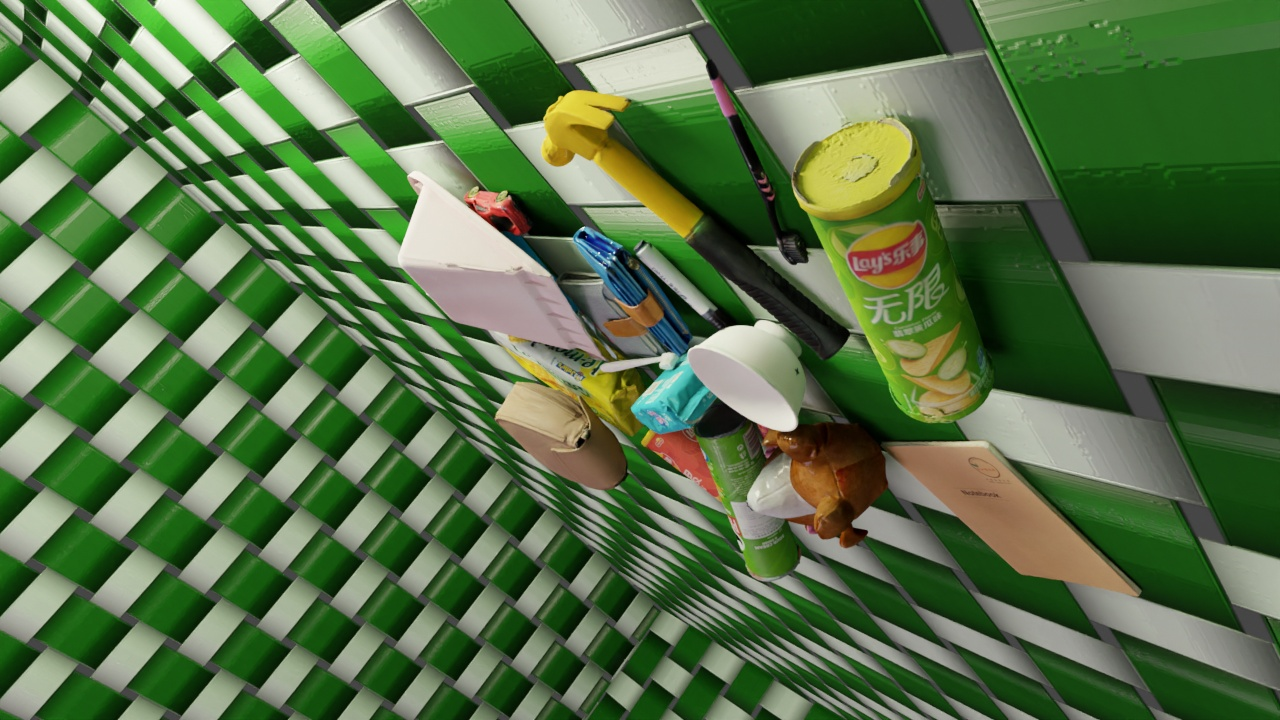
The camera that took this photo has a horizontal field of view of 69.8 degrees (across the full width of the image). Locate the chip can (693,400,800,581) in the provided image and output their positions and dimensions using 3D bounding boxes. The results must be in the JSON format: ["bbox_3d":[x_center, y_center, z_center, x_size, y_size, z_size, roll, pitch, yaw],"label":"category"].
[{"bbox_3d":[0.130,0.158,1.097,0.072,0.072,0.236,19,139,49],"label":"chip can"}]

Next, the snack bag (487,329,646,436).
[{"bbox_3d":[-0.093,0.005,1.243,0.246,0.068,0.158,30,167,21],"label":"snack bag"}]

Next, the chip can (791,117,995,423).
[{"bbox_3d":[0.166,-0.045,0.575,0.073,0.072,0.221,21,157,45],"label":"chip can"}]

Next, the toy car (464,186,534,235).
[{"bbox_3d":[-0.161,-0.163,1.014,0.106,0.031,0.049,22,156,49],"label":"toy car"}]

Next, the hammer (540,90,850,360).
[{"bbox_3d":[0.045,-0.106,0.734,0.300,0.032,0.129,39,165,-5],"label":"hammer"}]

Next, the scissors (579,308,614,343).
[{"bbox_3d":[-0.063,-0.053,1.134,0.133,0.017,0.134,35,167,23],"label":"scissors"}]

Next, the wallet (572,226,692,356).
[{"bbox_3d":[-0.008,-0.068,0.910,0.133,0.040,0.106,48,178,-33],"label":"wallet"}]

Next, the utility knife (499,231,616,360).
[{"bbox_3d":[-0.097,-0.079,1.082,0.218,0.018,0.034,50,163,-15],"label":"utility knife"}]

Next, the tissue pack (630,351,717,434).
[{"bbox_3d":[0.049,0.032,0.989,0.050,0.093,0.134,44,164,-7],"label":"tissue pack"}]

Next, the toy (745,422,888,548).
[{"bbox_3d":[0.173,0.127,0.947,0.200,0.130,0.140,97,154,-82],"label":"toy"}]

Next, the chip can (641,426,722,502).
[{"bbox_3d":[0.105,0.145,1.212,0.216,0.073,0.073,37,164,1],"label":"chip can"}]

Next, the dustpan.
[{"bbox_3d":[-0.165,-0.126,1.082,0.274,0.138,0.223,12,160,16],"label":"dustpan"}]

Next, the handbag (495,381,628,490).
[{"bbox_3d":[-0.100,0.100,1.246,0.148,0.099,0.204,21,162,27],"label":"handbag"}]

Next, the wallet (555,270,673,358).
[{"bbox_3d":[-0.027,-0.047,1.033,0.129,0.037,0.107,46,162,-30],"label":"wallet"}]

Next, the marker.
[{"bbox_3d":[0.045,-0.066,0.866,0.130,0.018,0.023,42,148,-15],"label":"marker"}]

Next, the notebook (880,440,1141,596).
[{"bbox_3d":[0.333,0.141,0.838,0.207,0.008,0.148,41,163,-12],"label":"notebook"}]

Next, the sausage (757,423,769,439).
[{"bbox_3d":[0.134,0.056,1.008,0.020,0.020,0.156,29,161,28],"label":"sausage"}]

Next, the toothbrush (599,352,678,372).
[{"bbox_3d":[-0.006,0.006,1.061,0.016,0.016,0.180,32,162,-23],"label":"toothbrush"}]

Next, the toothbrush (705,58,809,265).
[{"bbox_3d":[0.082,-0.129,0.629,0.018,0.014,0.189,12,151,37],"label":"toothbrush"}]

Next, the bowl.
[{"bbox_3d":[0.109,0.004,0.835,0.118,0.064,0.118,35,163,12],"label":"bowl"}]
